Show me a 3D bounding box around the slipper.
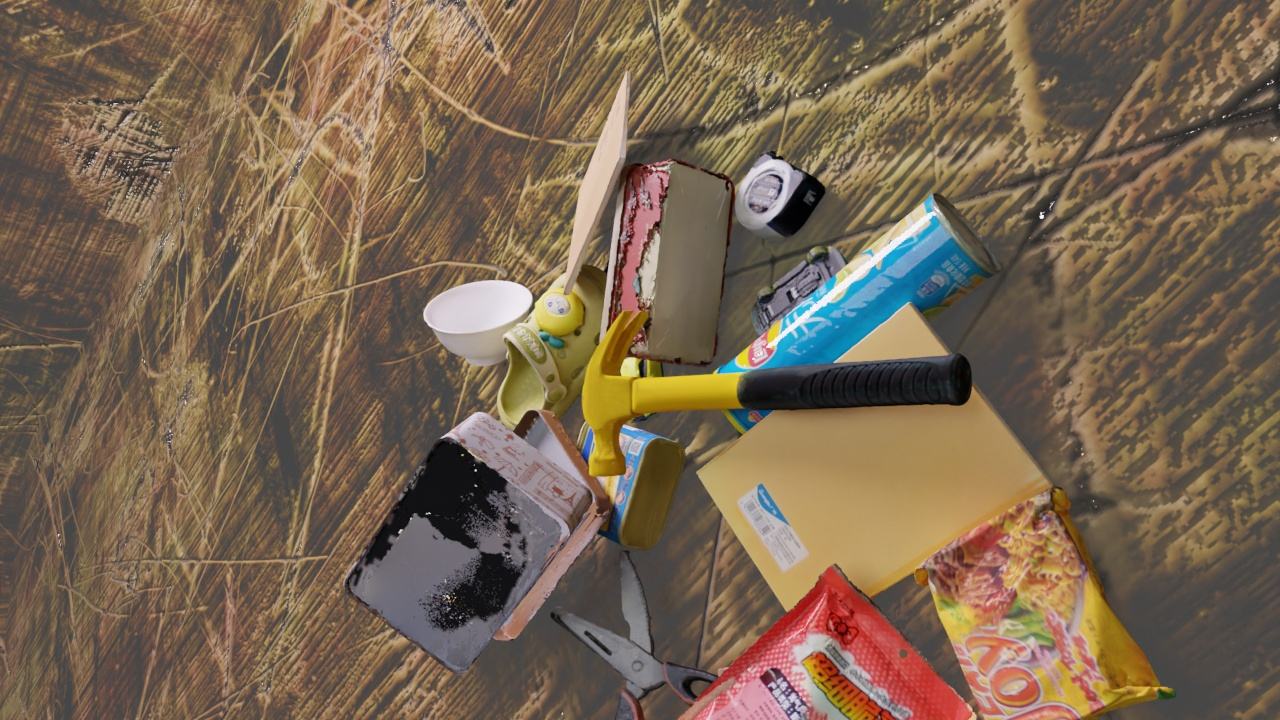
[{"bbox_3d":[-0.090,-0.005,0.894,0.091,0.081,0.191,40,107,25],"label":"slipper"}]

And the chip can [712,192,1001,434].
[{"bbox_3d":[0.148,-0.025,0.658,0.211,0.071,0.071,-42,48,29],"label":"chip can"}]

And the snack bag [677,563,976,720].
[{"bbox_3d":[0.092,0.244,0.583,0.208,0.073,0.128,-43,60,2],"label":"snack bag"}]

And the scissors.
[{"bbox_3d":[0.011,0.250,0.697,0.189,0.015,0.224,-11,62,23],"label":"scissors"}]

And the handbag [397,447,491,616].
[{"bbox_3d":[-0.158,0.160,0.941,0.179,0.063,0.163,-47,44,3],"label":"handbag"}]

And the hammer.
[{"bbox_3d":[0.077,0.020,0.645,0.301,0.032,0.128,-4,86,38],"label":"hammer"}]

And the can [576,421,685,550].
[{"bbox_3d":[-0.016,0.106,0.798,0.083,0.057,0.102,15,86,47],"label":"can"}]

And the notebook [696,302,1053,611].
[{"bbox_3d":[0.146,0.080,0.625,0.207,0.010,0.146,-43,70,28],"label":"notebook"}]

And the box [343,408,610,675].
[{"bbox_3d":[-0.122,0.141,0.792,0.182,0.150,0.166,-53,1,17],"label":"box"}]

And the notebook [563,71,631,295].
[{"bbox_3d":[-0.040,-0.176,0.884,0.207,0.008,0.148,-89,21,-53],"label":"notebook"}]

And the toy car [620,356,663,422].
[{"bbox_3d":[-0.005,0.005,0.844,0.048,0.032,0.105,-27,55,39],"label":"toy car"}]

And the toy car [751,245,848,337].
[{"bbox_3d":[0.128,-0.050,0.716,0.091,0.036,0.043,-41,47,32],"label":"toy car"}]

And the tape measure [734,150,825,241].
[{"bbox_3d":[0.113,-0.135,0.769,0.066,0.033,0.065,-55,41,13],"label":"tape measure"}]

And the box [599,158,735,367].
[{"bbox_3d":[0.028,-0.081,0.781,0.078,0.091,0.168,6,89,50],"label":"box"}]

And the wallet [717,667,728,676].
[{"bbox_3d":[0.111,0.248,0.616,0.115,0.020,0.101,-23,59,25],"label":"wallet"}]

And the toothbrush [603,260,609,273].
[{"bbox_3d":[-0.039,-0.079,0.929,0.190,0.014,0.016,-60,25,12],"label":"toothbrush"}]

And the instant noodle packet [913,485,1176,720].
[{"bbox_3d":[0.223,0.153,0.528,0.111,0.044,0.128,-42,48,34],"label":"instant noodle packet"}]

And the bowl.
[{"bbox_3d":[-0.172,-0.033,1.007,0.118,0.118,0.065,37,142,48],"label":"bowl"}]
